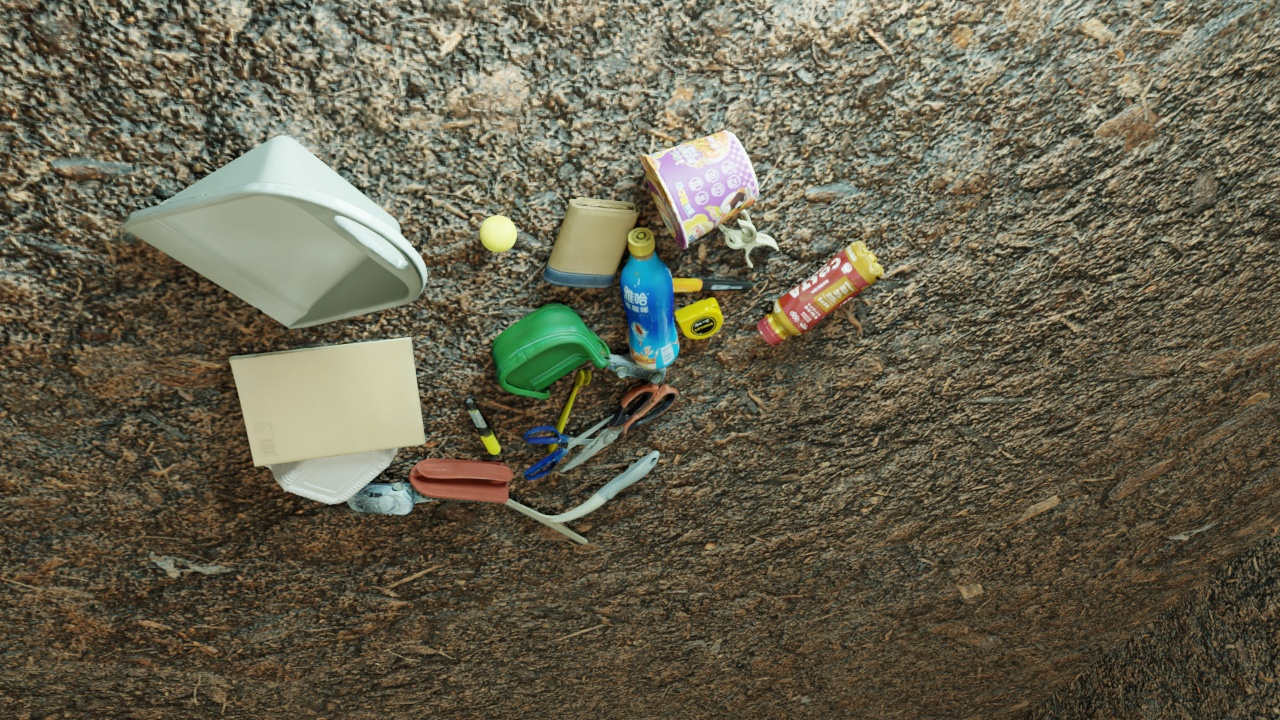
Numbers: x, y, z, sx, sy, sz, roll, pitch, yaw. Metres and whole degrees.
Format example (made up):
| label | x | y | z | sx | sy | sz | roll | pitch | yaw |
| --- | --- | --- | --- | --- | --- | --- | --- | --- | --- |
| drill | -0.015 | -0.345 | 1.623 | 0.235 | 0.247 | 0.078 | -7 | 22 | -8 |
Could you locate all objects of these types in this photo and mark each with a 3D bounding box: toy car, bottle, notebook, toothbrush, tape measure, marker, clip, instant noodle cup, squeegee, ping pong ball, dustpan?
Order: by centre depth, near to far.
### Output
| label | x | y | z | sx | sy | sz | roll | pitch | yaw |
| --- | --- | --- | --- | --- | --- | --- | --- | --- | --- |
| dustpan | -0.346 | -0.101 | 0.918 | 0.258 | 0.142 | 0.222 | -32 | 138 | 16 |
| instant noodle cup | 0.067 | -0.189 | 0.988 | 0.099 | 0.111 | 0.112 | -24 | 141 | -1 |
| ping pong ball | -0.157 | -0.140 | 1.014 | 0.040 | 0.040 | 0.040 | -10 | 140 | -8 |
| clip | 0.129 | -0.149 | 1.110 | 0.076 | 0.034 | 0.100 | -32 | 143 | 17 |
| bottle | 0.009 | -0.075 | 1.124 | 0.065 | 0.065 | 0.219 | -14 | 142 | -3 |
| notebook | -0.383 | 0.053 | 1.137 | 0.211 | 0.012 | 0.150 | -7 | 115 | -11 |
| marker | 0.088 | -0.095 | 1.172 | 0.123 | 0.015 | 0.018 | -1 | 142 | -20 |
| bottle | 0.231 | -0.083 | 1.202 | 0.175 | 0.057 | 0.057 | -38 | 136 | 25 |
| tape measure | 0.078 | -0.056 | 1.204 | 0.060 | 0.028 | 0.057 | -22 | 140 | 7 |
| instant noodle cup | -0.408 | 0.130 | 1.232 | 0.174 | 0.060 | 0.138 | -36 | 137 | 25 |
| toy car | -0.007 | 0.007 | 1.240 | 0.090 | 0.043 | 0.034 | 9 | 107 | -32 |
| marker | -0.222 | 0.092 | 1.288 | 0.018 | 0.015 | 0.124 | -17 | 138 | 0 |
| toothbrush | -0.104 | 0.079 | 1.310 | 0.016 | 0.015 | 0.191 | -2 | 139 | -27 |
| toy car | -0.376 | 0.200 | 1.322 | 0.106 | 0.031 | 0.049 | 1 | 128 | 13 |
| squeegee | -0.068 | 0.216 | 1.467 | 0.247 | 0.039 | 0.246 | -31 | 139 | 17 |

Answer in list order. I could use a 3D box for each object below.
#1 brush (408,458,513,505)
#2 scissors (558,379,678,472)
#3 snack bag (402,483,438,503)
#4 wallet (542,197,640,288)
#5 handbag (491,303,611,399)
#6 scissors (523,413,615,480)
| label | x | y | z | sx | sy | sz | roll | pitch | yaw |
| --- | --- | --- | --- | --- | --- | --- | --- | --- | --- |
| brush | -0.261 | 0.171 | 1.328 | 0.145 | 0.063 | 0.069 | 8 | 147 | -24 |
| scissors | -0.045 | 0.095 | 1.328 | 0.210 | 0.015 | 0.177 | -16 | 141 | -13 |
| snack bag | -0.334 | 0.196 | 1.360 | 0.105 | 0.026 | 0.045 | -5 | 127 | -15 |
| wallet | -0.058 | -0.135 | 1.062 | 0.090 | 0.033 | 0.116 | 1 | 137 | -25 |
| handbag | -0.115 | -0.004 | 1.167 | 0.131 | 0.068 | 0.120 | -32 | 139 | 19 |
| scissors | -0.110 | 0.122 | 1.340 | 0.176 | 0.012 | 0.162 | -39 | 146 | 13 |
